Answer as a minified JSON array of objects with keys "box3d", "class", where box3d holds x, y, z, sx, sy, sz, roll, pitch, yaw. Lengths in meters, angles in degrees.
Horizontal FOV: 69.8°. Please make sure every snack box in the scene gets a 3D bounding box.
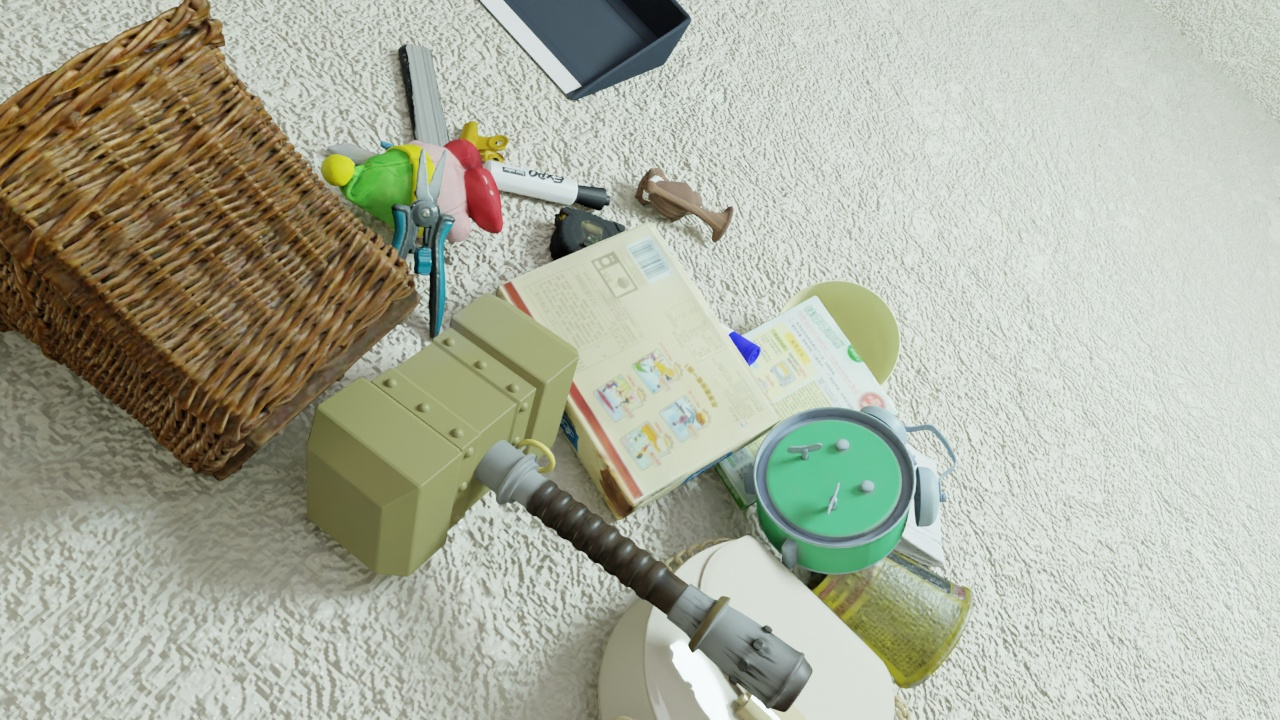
[{"box3d":[-0.004,0.004,0.753,0.153,0.055,0.207,-27,76,-25],"class":"snack box"},{"box3d":[0.124,0.035,0.815,0.167,0.027,0.132,-28,76,-16],"class":"snack box"}]

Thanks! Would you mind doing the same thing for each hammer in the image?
[{"box3d":[-0.035,0.112,0.594,0.325,0.101,0.189,34,46,15],"class":"hammer"}]

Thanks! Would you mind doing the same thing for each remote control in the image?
[{"box3d":[-0.199,-0.238,0.847,0.033,0.013,0.136,1,62,-31],"class":"remote control"}]

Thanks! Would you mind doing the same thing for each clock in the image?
[{"box3d":[0.170,0.093,0.725,0.161,0.075,0.121,-21,54,-5],"class":"clock"}]

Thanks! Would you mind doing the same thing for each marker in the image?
[{"box3d":[-0.086,-0.162,0.859,0.125,0.025,0.025,8,56,-28],"class":"marker"},{"box3d":[0.045,-0.038,0.822,0.141,0.020,0.020,34,42,27],"class":"marker"}]

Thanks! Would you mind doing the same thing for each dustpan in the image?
[{"box3d":[-0.051,-0.437,1.027,0.236,0.080,0.272,48,48,5],"class":"dustpan"}]

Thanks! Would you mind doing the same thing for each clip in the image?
[{"box3d":[-0.144,-0.198,0.844,0.046,0.035,0.052,15,51,-14],"class":"clip"}]

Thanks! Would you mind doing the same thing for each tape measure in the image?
[{"box3d":[-0.050,-0.105,0.834,0.067,0.038,0.062,20,51,-20],"class":"tape measure"}]

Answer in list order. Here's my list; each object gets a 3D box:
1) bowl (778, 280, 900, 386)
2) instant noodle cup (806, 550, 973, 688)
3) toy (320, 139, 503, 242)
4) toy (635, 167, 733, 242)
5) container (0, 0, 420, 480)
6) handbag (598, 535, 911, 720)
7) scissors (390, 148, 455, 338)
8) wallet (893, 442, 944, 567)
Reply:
[{"box3d":[0.189,-0.012,0.890,0.118,0.118,0.074,58,7,14],"class":"bowl"},{"box3d":[0.199,0.197,0.755,0.108,0.102,0.102,36,47,5],"class":"instant noodle cup"},{"box3d":[-0.190,-0.149,0.746,0.131,0.097,0.124,-17,62,-18],"class":"toy"},{"box3d":[0.038,-0.160,0.923,0.101,0.042,0.055,21,12,-31],"class":"toy"},{"box3d":[-0.253,-0.040,0.521,0.183,0.251,0.161,47,62,-11],"class":"container"},{"box3d":[0.074,0.244,0.648,0.210,0.104,0.208,44,39,1],"class":"handbag"},{"box3d":[-0.173,-0.083,0.712,0.122,0.019,0.149,-32,112,-20],"class":"scissors"},{"box3d":[0.252,0.133,0.871,0.086,0.032,0.116,33,45,-24],"class":"wallet"}]
